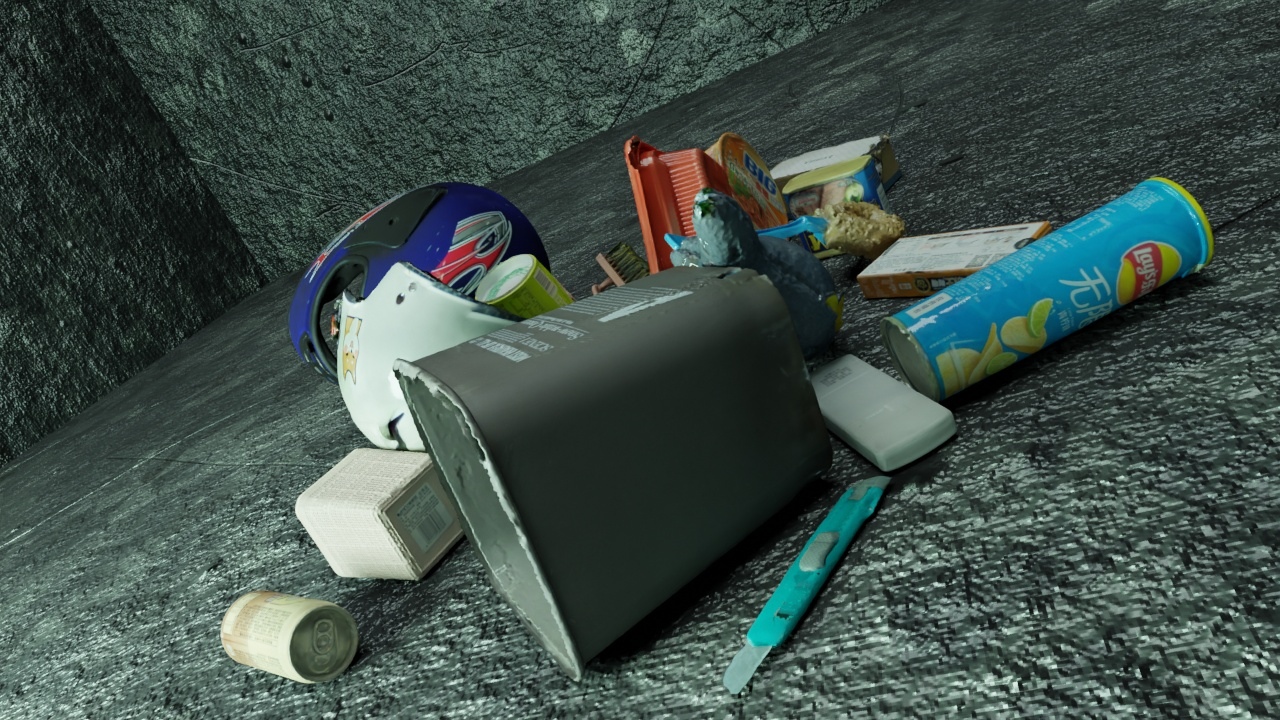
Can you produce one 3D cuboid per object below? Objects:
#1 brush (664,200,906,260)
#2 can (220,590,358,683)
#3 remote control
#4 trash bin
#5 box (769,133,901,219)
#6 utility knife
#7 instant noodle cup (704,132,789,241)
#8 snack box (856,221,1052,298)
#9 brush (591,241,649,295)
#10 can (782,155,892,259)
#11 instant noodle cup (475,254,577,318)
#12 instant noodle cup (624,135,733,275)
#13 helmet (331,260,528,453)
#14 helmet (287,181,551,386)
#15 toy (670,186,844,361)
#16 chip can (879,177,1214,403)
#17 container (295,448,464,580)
[{"bbox_3d":[0.141,-0.119,0.871,0.254,0.046,0.083,-8,39,-23],"label":"brush"},{"bbox_3d":[-0.269,0.209,0.701,0.117,0.058,0.058,-7,28,43],"label":"can"},{"bbox_3d":[0.160,0.034,0.649,0.058,0.021,0.150,-29,20,-5],"label":"remote control"},{"bbox_3d":[-0.016,0.048,0.605,0.219,0.199,0.199,-28,19,-20],"label":"trash bin"},{"bbox_3d":[0.227,-0.226,1.152,0.185,0.061,0.089,-6,28,49],"label":"box"},{"bbox_3d":[0.097,0.121,0.525,0.029,0.013,0.181,-7,28,45],"label":"utility knife"},{"bbox_3d":[0.091,-0.176,1.085,0.112,0.151,0.151,-24,19,31],"label":"instant noodle cup"},{"bbox_3d":[0.270,-0.085,0.797,0.075,0.026,0.154,-39,23,-29],"label":"snack box"},{"bbox_3d":[0.000,-0.061,0.988,0.073,0.063,0.145,-45,46,10],"label":"brush"},{"bbox_3d":[0.211,-0.162,0.976,0.102,0.083,0.057,-12,24,35],"label":"can"},{"bbox_3d":[-0.117,-0.048,1.015,0.112,0.123,0.111,-26,33,18],"label":"instant noodle cup"},{"bbox_3d":[0.051,-0.141,0.930,0.079,0.164,0.188,-15,-3,19],"label":"instant noodle cup"},{"bbox_3d":[-0.183,0.027,0.868,0.275,0.230,0.156,-14,60,55],"label":"helmet"},{"bbox_3d":[-0.254,-0.071,1.120,0.315,0.247,0.240,-42,41,-16],"label":"helmet"},{"bbox_3d":[0.100,-0.056,0.750,0.091,0.138,0.356,-50,-13,3],"label":"toy"},{"bbox_3d":[0.275,-0.046,0.630,0.210,0.071,0.071,-28,20,0],"label":"chip can"},{"bbox_3d":[-0.215,0.131,0.786,0.111,0.090,0.090,-6,29,40],"label":"container"}]
